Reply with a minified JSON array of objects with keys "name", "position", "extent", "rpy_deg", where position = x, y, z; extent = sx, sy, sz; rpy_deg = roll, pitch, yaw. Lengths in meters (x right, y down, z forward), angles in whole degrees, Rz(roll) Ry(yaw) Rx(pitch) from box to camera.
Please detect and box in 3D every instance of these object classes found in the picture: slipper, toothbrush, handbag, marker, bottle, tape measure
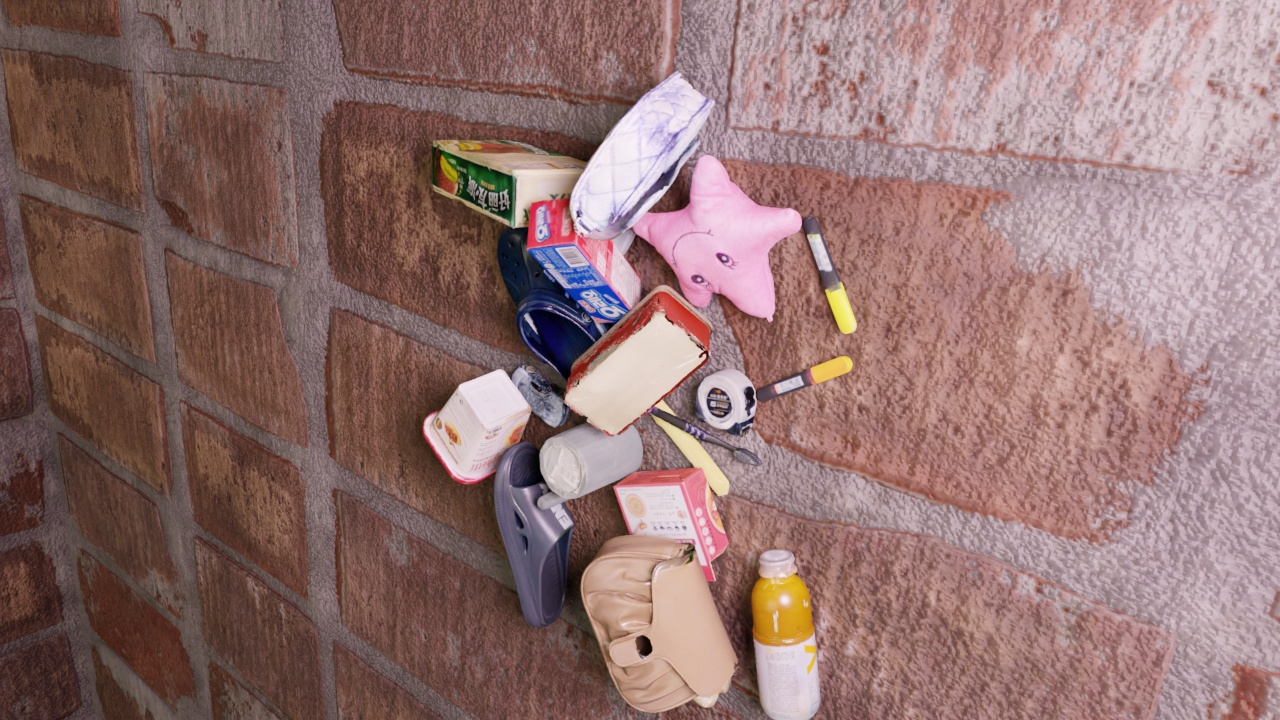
[{"name":"slipper","position":[-0.122,0.232,1.220],"extent":[0.083,0.110,0.268],"rpy_deg":[0,108,24]},{"name":"slipper","position":[-0.111,-0.053,1.126],"extent":[0.105,0.095,0.252],"rpy_deg":[-39,80,37]},{"name":"toothbrush","position":[0.056,0.079,1.060],"extent":[0.189,0.016,0.014],"rpy_deg":[25,110,26]},{"name":"handbag","position":[0.006,-0.204,0.913],"extent":[0.075,0.193,0.134],"rpy_deg":[39,123,-5]},{"name":"marker","position":[0.188,-0.086,0.914],"extent":[0.018,0.015,0.124],"rpy_deg":[-23,84,41]},{"name":"bottle","position":[0.159,0.304,1.015],"extent":[0.068,0.067,0.189],"rpy_deg":[2,104,40]},{"name":"marker","position":[0.170,0.020,0.961],"extent":[0.124,0.015,0.018],"rpy_deg":[-25,84,44]},{"name":"handbag","position":[0.018,0.304,1.055],"extent":[0.148,0.099,0.204],"rpy_deg":[-18,100,18]},{"name":"tape measure","position":[0.095,0.044,1.017],"extent":[0.066,0.033,0.066],"rpy_deg":[24,119,31]}]

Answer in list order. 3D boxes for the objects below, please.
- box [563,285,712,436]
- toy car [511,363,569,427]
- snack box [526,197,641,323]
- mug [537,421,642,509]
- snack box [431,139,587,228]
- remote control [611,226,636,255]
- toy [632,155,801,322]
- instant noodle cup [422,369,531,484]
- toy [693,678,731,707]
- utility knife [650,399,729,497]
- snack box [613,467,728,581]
[{"name":"box","position":[-0.006,0.006,1.021],"extent":[0.091,0.079,0.169],"rpy_deg":[39,119,-18]},{"name":"toy car","position":[-0.136,0.046,1.215],"extent":[0.105,0.031,0.049],"rpy_deg":[36,122,28]},{"name":"snack box","position":[-0.055,-0.101,0.988],"extent":[0.057,0.207,0.058],"rpy_deg":[-4,70,18]},{"name":"mug","position":[-0.069,0.131,1.135],"extent":[0.083,0.103,0.124],"rpy_deg":[46,126,20]},{"name":"snack box","position":[-0.145,-0.208,1.049],"extent":[0.240,0.114,0.063],"rpy_deg":[30,122,51]},{"name":"remote control","position":[-0.056,-0.182,1.087],"extent":[0.136,0.020,0.056],"rpy_deg":[45,126,22]},{"name":"toy","position":[0.090,-0.115,0.944],"extent":[0.178,0.074,0.195],"rpy_deg":[50,143,-7]},{"name":"instant noodle cup","position":[-0.212,0.084,1.225],"extent":[0.116,0.116,0.124],"rpy_deg":[52,137,16]},{"name":"toy","position":[0.041,0.367,1.145],"extent":[0.157,0.066,0.105],"rpy_deg":[33,92,24]},{"name":"utility knife","position":[0.053,0.098,1.080],"extent":[0.151,0.018,0.031],"rpy_deg":[54,134,17]},{"name":"snack box","position":[0.039,0.196,1.097],"extent":[0.113,0.044,0.127],"rpy_deg":[-9,104,41]}]
